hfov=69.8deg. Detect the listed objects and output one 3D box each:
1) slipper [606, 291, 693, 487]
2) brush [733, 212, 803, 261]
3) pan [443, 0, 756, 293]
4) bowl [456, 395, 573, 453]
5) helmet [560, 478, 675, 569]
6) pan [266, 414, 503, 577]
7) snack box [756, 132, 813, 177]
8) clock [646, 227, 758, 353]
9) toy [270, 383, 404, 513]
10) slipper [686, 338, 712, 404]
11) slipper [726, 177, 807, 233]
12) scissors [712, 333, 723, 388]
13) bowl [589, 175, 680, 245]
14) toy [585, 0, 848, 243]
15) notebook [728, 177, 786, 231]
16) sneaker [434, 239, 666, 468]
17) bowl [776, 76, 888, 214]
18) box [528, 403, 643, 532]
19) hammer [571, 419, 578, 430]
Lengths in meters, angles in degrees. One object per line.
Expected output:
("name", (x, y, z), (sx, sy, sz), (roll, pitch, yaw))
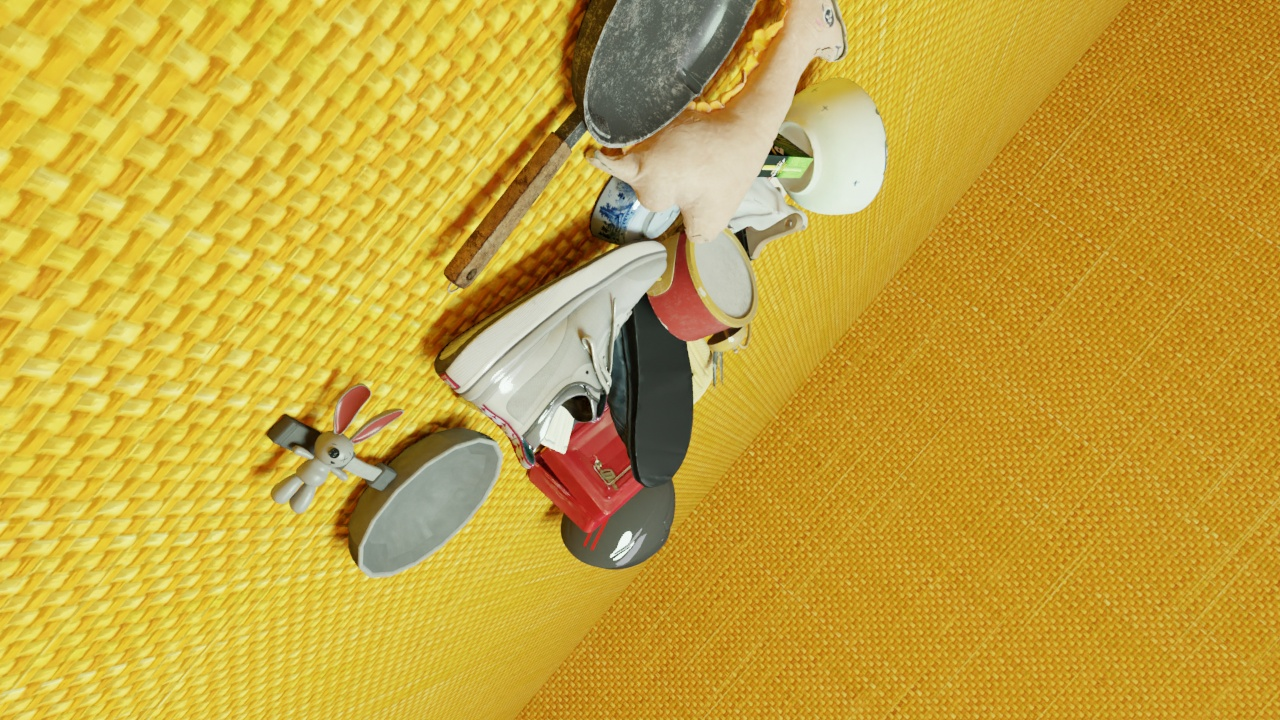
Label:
("slipper", (-0.006, 0.006, 1.018), (0.108, 0.084, 0.265), (-16, 104, -51))
("brush", (0.118, -0.127, 0.997), (0.012, 0.039, 0.152), (1, 167, -38))
("pan", (-0.031, -0.192, 0.669), (0.357, 0.040, 0.207), (-48, 165, 0))
("bowl", (-0.111, 0.037, 0.884), (0.062, 0.115, 0.115), (-63, 166, -6))
("helmet", (-0.029, 0.238, 1.485), (0.263, 0.164, 0.170), (-48, 157, -48))
("pan", (-0.233, 0.105, 0.828), (0.178, 0.041, 0.357), (-47, 159, -8))
("snack box", (0.117, -0.220, 0.935), (0.025, 0.080, 0.147), (-56, 163, 24))
("clock", (0.067, -0.070, 0.971), (0.081, 0.159, 0.116), (-21, -136, 36))
("toy", (-0.229, 0.067, 0.686), (0.111, 0.030, 0.049), (-48, 128, 1))
("slipper", (0.012, -0.018, 1.151), (0.111, 0.079, 0.261), (-52, 146, -10))
("slipper", (0.114, -0.176, 1.011), (0.246, 0.112, 0.074), (8, 92, -61))
("scissors", (0.094, -0.064, 1.179), (0.142, 0.015, 0.209), (31, 61, -68))
("bowl", (0.008, -0.149, 0.867), (0.114, 0.045, 0.114), (-45, 164, -16))
("toy", (0.080, -0.238, 0.804), (0.196, 0.065, 0.264), (26, 91, -38))
("notebook", (0.179, -0.239, 1.196), (0.209, 0.012, 0.153), (-52, 165, 8))
("sneaker", (-0.051, -0.017, 0.828), (0.262, 0.129, 0.097), (-39, -166, -35))
("bowl", (0.199, -0.235, 1.033), (0.072, 0.153, 0.154), (-16, 151, -24))
("box", (-0.054, 0.137, 1.236), (0.157, 0.134, 0.113), (-36, 171, -39))
("hammer", (-0.088, 0.015, 1.026), (0.129, 0.040, 0.322), (-43, 164, -7))
